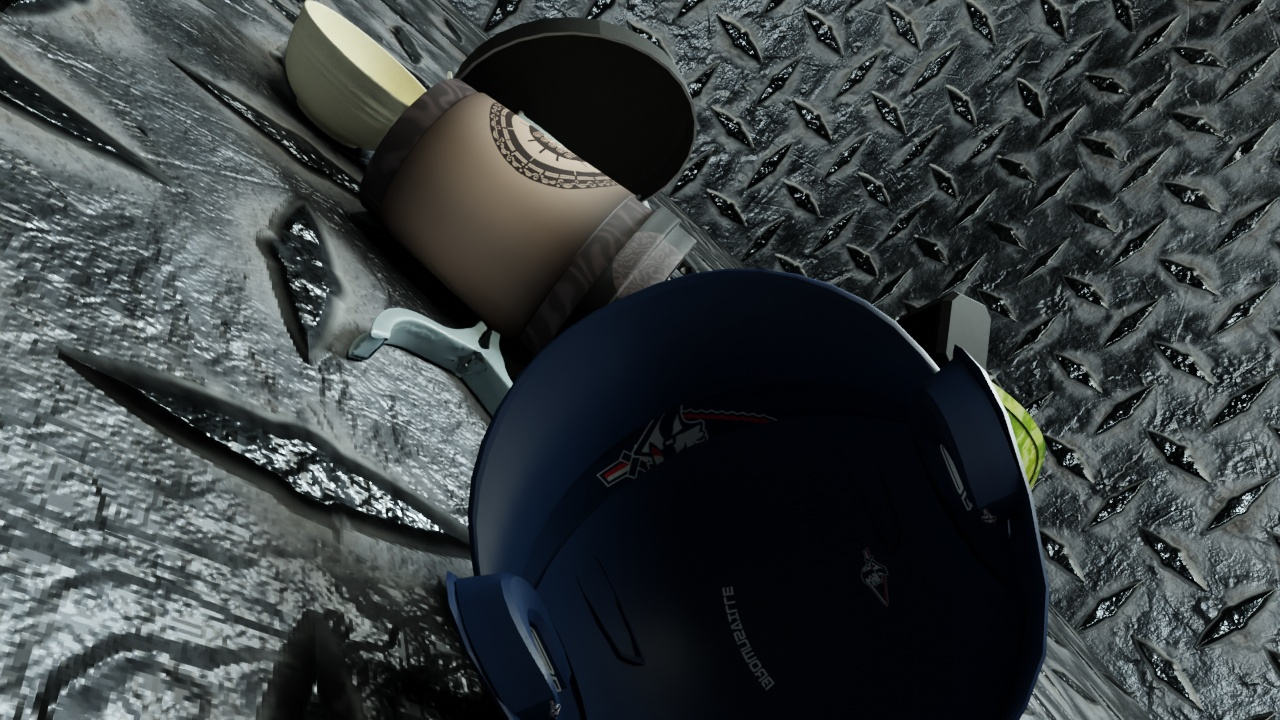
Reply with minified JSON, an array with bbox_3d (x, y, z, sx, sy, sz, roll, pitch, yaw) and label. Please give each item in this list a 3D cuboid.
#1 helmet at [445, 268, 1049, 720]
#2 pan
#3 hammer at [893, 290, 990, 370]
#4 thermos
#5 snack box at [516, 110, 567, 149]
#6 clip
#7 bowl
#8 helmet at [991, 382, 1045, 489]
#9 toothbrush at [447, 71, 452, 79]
[{"bbox_3d":[0.044,0.083,0.416,0.223,0.232,0.272,64,2,-67],"label":"helmet"},{"bbox_3d":[-0.031,-0.182,0.874,0.356,0.226,0.034,41,37,-49],"label":"pan"},{"bbox_3d":[0.079,0.020,0.572,0.039,0.131,0.329,20,-19,-22],"label":"hammer"},{"bbox_3d":[-0.093,-0.103,0.734,0.226,0.173,0.172,38,13,-1],"label":"thermos"},{"bbox_3d":[-0.115,-0.148,0.836,0.082,0.150,0.026,37,46,-10],"label":"snack box"},{"bbox_3d":[-0.121,0.012,0.585,0.165,0.032,0.164,26,23,-55],"label":"clip"},{"bbox_3d":[-0.260,-0.242,0.829,0.151,0.075,0.150,42,13,-12],"label":"bowl"},{"bbox_3d":[0.204,0.095,0.839,0.243,0.247,0.213,31,10,-33],"label":"helmet"},{"bbox_3d":[-0.178,-0.190,0.850,0.010,0.010,0.181,22,60,-59],"label":"toothbrush"}]
